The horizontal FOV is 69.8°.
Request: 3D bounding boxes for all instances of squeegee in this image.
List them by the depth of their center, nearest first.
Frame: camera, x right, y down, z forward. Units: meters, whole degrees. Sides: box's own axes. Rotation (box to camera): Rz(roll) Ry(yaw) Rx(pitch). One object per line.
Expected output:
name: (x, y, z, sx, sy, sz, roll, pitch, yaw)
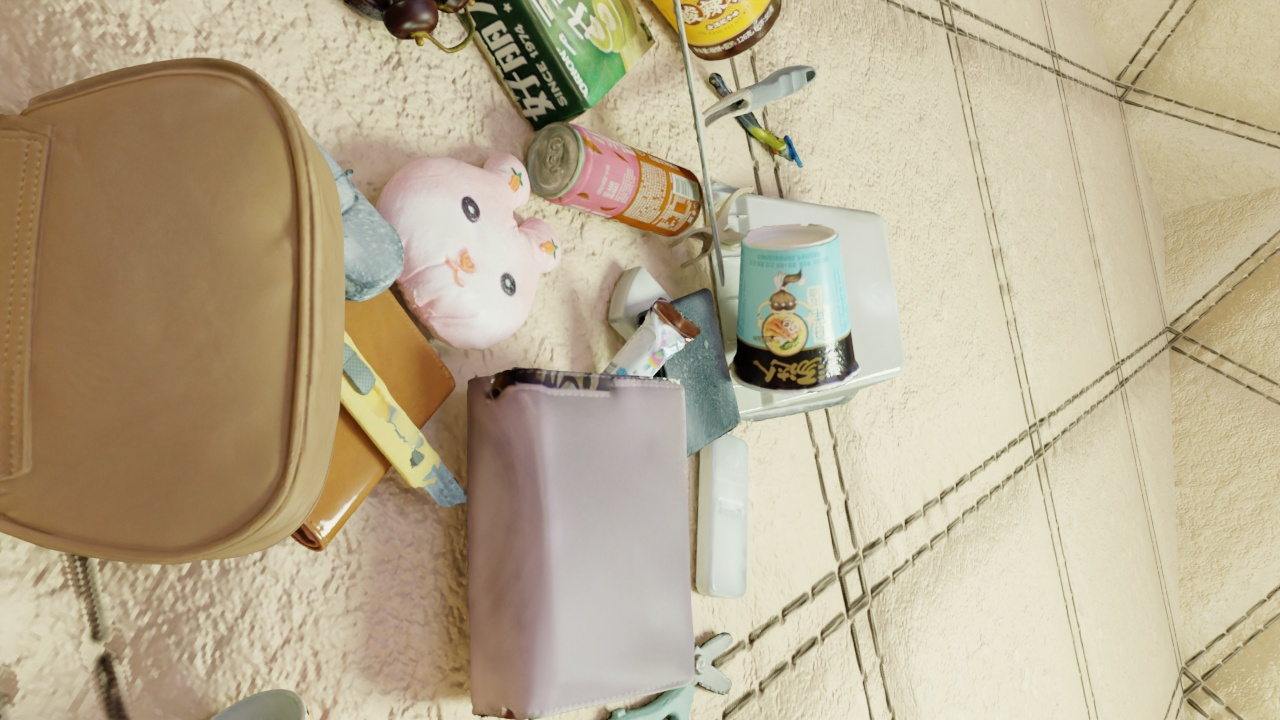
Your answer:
squeegee: (0.091, -0.224, 0.794, 0.245, 0.039, 0.247, -40, 125, -48)

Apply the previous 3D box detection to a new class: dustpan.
dustpan: (0.161, -0.052, 0.934, 0.257, 0.143, 0.222, -4, 84, -22)

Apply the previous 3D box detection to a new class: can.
can: (-0.016, -0.134, 0.695, 0.147, 0.058, 0.058, 7, 75, -50)

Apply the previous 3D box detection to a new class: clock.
clock: (-0.145, -0.246, 0.564, 0.122, 0.055, 0.081, 58, 43, -27)

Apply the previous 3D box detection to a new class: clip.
clip: (0.078, -0.104, 0.805, 0.089, 0.035, 0.103, 43, 59, -17)

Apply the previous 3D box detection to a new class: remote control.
remote control: (0.024, -0.015, 0.745, 0.135, 0.019, 0.056, 45, 50, -36)
remote control: (0.068, 0.128, 0.764, 0.055, 0.020, 0.135, 20, 66, -46)

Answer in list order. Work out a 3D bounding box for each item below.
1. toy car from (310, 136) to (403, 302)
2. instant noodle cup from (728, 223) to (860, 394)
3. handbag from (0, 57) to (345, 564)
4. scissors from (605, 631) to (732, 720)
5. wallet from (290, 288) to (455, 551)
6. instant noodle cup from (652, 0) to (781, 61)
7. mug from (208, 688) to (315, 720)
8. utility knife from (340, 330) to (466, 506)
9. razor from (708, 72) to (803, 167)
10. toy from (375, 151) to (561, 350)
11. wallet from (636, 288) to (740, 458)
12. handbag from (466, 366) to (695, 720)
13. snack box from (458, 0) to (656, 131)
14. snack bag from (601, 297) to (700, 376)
toy car: (-0.174, -0.085, 0.483, 0.120, 0.037, 0.054, 49, 37, -5)
instant noodle cup: (0.124, -0.047, 0.760, 0.111, 0.111, 0.120, -34, 124, -49)
handbag: (-0.201, -0.018, 0.390, 0.147, 0.100, 0.204, 0, 79, -6)
scissors: (0.018, 0.240, 0.677, 0.174, 0.019, 0.176, 46, 48, -36)
wallet: (-0.166, 0.018, 0.493, 0.108, 0.031, 0.131, 58, 41, -26)
instant noodle cup: (0.058, -0.335, 0.798, 0.114, 0.119, 0.118, 44, 49, -47)
mug: (-0.158, 0.223, 0.421, 0.078, 0.078, 0.123, -50, 125, -44)
utility knife: (-0.145, 0.018, 0.488, 0.030, 0.019, 0.175, -53, 129, -37)
razor: (0.111, -0.236, 0.906, 0.142, 0.022, 0.042, 31, 31, -40)
toy: (-0.102, -0.078, 0.583, 0.121, 0.054, 0.159, 64, 33, -18)
wallet: (0.042, 0.009, 0.732, 0.097, 0.019, 0.121, -23, 102, -52)
handbag: (-0.042, 0.108, 0.570, 0.144, 0.099, 0.197, 10, 75, -51)
snack box: (-0.090, -0.293, 0.638, 0.240, 0.063, 0.114, 58, 44, -25)
snack bag: (-0.004, 0.004, 0.670, 0.045, 0.026, 0.105, 41, 90, -23)
